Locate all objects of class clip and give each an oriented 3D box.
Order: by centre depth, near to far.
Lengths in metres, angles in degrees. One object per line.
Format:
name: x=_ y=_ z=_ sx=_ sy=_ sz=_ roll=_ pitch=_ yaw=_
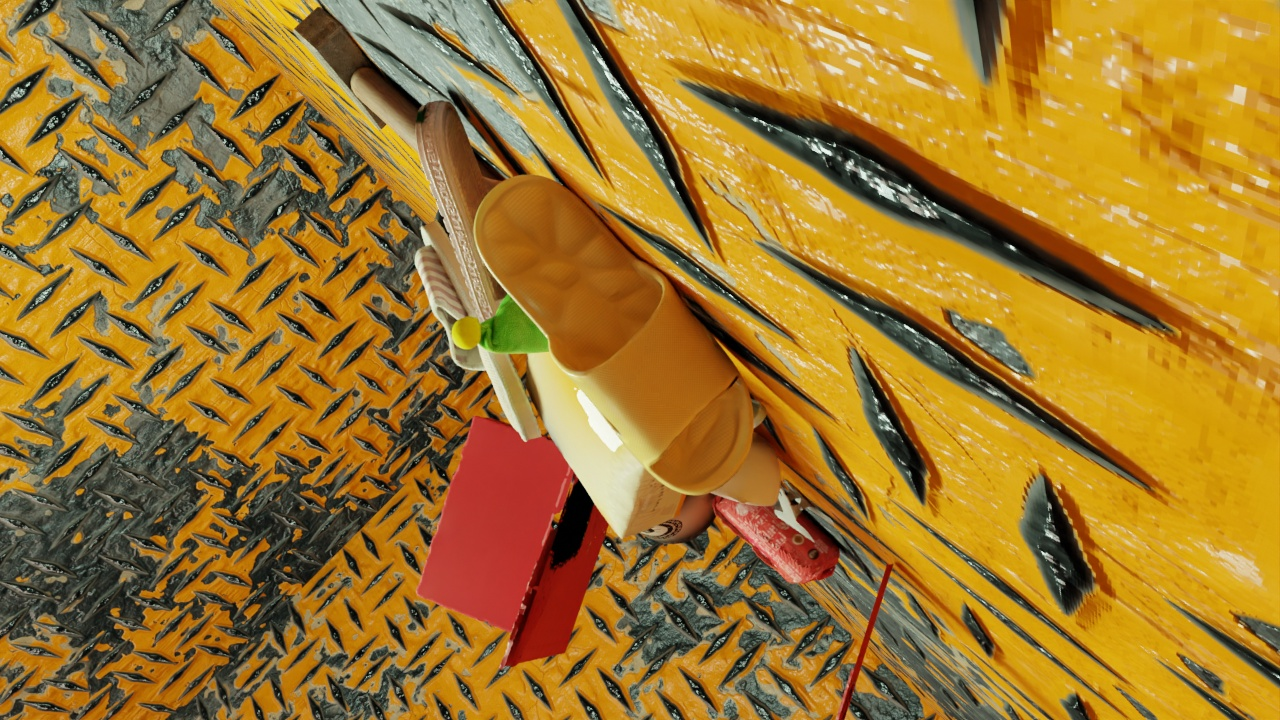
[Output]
clip: x=0.050 y=0.015 z=0.788 sx=0.112 sy=0.028 sz=0.163 roll=43 pitch=174 yaw=-2
clip: x=0.168 y=0.164 z=1.008 sx=0.056 sy=0.056 sz=0.102 roll=21 pitch=180 yaw=-16

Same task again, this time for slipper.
slipper: x=-0.013 y=-0.021 z=0.631 sx=0.263 sy=0.099 sz=0.078 roll=49 pitch=173 yaw=-3
slipper: x=-0.122 y=-0.113 z=0.785 sx=0.094 sy=0.064 sz=0.240 roll=-91 pitch=-11 yaw=-46
slipper: x=-0.169 y=-0.029 z=0.904 sx=0.262 sy=0.052 sz=0.115 roll=59 pitch=169 yaw=28

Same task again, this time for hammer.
hammer: x=-0.209 y=-0.215 z=0.911 sx=0.301 sy=0.037 sz=0.158 roll=43 pitch=174 yaw=21

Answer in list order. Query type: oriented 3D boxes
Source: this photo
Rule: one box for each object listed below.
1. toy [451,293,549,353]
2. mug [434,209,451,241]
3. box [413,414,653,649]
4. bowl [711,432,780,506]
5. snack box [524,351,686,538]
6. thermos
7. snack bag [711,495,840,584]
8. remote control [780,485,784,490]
toy: x=-0.078 y=-0.046 z=0.715 sx=0.097 sy=0.131 sz=0.124 roll=42 pitch=178 yaw=-38
mug: x=-0.171 y=-0.139 z=1.041 sx=0.121 sy=0.085 sz=0.094 roll=17 pitch=175 yaw=-4
box: x=-0.103 y=0.191 z=1.104 sx=0.198 sy=0.217 sz=0.351 roll=18 pitch=180 yaw=12
bowl: x=0.083 y=0.090 z=0.865 sx=0.114 sy=0.050 sz=0.114 roll=19 pitch=-171 yaw=-3
snack box: x=-0.034 y=0.038 z=0.805 sx=0.195 sy=0.080 sz=0.145 roll=54 pitch=149 yaw=30
thermos: x=0.016 y=0.135 z=1.140 sx=0.173 sy=0.172 sz=0.226 roll=41 pitch=171 yaw=31
snack bag: x=0.163 y=0.205 z=1.119 sx=0.176 sy=0.082 sz=0.082 roll=43 pitch=175 yaw=9
remote control: x=0.130 y=0.116 z=1.034 sx=0.033 sy=0.012 sz=0.131 roll=43 pitch=175 yaw=43
